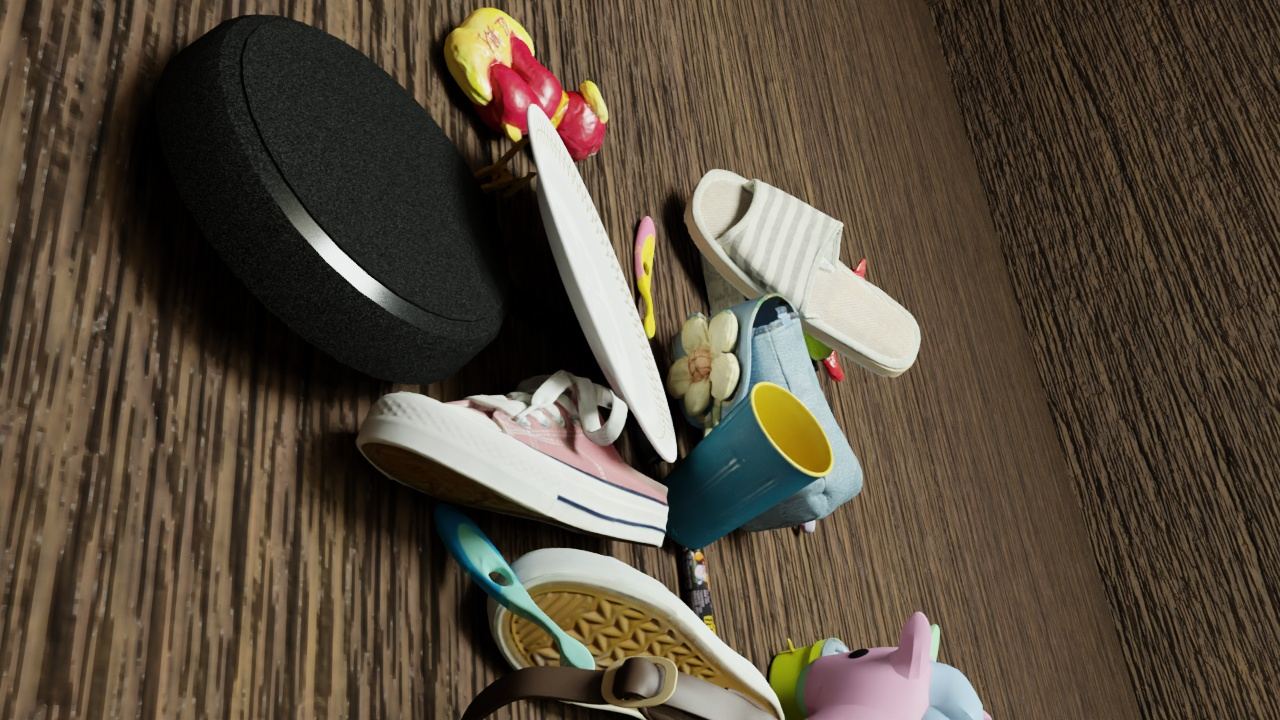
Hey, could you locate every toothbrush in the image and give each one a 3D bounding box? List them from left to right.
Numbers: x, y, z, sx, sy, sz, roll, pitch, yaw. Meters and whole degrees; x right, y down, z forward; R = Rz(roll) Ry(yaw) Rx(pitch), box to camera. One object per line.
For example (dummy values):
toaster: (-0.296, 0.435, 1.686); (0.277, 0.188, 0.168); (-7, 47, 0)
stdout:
toothbrush: (-0.067, 0.115, 0.462); (0.022, 0.135, 0.017); (-19, 132, -38)
toothbrush: (0.004, -0.071, 0.771); (0.021, 0.016, 0.135); (38, 40, -39)

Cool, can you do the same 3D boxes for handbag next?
handbag: (-0.013, 0.189, 0.427); (0.138, 0.167, 0.063); (38, 39, -23)
handbag: (0.089, 0.048, 0.746); (0.118, 0.122, 0.192); (-18, 90, -43)

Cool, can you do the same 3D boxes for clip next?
clip: (-0.092, -0.123, 0.620); (0.045, 0.054, 0.048); (31, 68, -22)

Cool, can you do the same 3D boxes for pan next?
pan: (-0.104, -0.064, 0.532); (0.355, 0.044, 0.204); (28, 36, -55)

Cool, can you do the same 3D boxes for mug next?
mug: (0.068, 0.081, 0.661); (0.078, 0.122, 0.078); (31, 34, -24)

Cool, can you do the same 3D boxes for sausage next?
sausage: (0.047, 0.206, 0.663); (0.020, 0.020, 0.155); (23, 53, -52)

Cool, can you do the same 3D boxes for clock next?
clock: (0.146, 0.283, 0.740); (0.083, 0.057, 0.118); (33, 45, -47)

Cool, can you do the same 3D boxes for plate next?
plate: (-0.028, -0.046, 0.593); (0.242, 0.016, 0.242); (-20, 89, -84)

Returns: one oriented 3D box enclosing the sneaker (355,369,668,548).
sneaker: (-0.052, 0.047, 0.520); (0.241, 0.118, 0.087); (32, 67, -54)

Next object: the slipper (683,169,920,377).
slipper: (0.161, -0.083, 0.864); (0.272, 0.054, 0.114); (37, 61, -10)

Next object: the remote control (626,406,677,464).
remote control: (-0.004, 0.004, 0.705); (0.041, 0.020, 0.152); (-2, 72, -60)

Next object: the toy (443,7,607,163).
toy: (-0.081, -0.191, 0.662); (0.137, 0.067, 0.105); (34, 48, -34)

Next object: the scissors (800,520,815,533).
scissors: (0.157, 0.075, 0.855); (0.168, 0.014, 0.170); (90, -1, -81)

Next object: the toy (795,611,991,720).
toy: (0.146, 0.278, 0.604); (0.120, 0.171, 0.221); (55, 25, -22)

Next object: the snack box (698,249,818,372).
snack box: (0.118, -0.061, 0.922); (0.145, 0.043, 0.144); (17, 58, -54)

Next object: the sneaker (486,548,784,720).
sneaker: (0.000, 0.168, 0.560); (0.235, 0.087, 0.079); (41, 8, -33)

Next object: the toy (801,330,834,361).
toy: (0.169, -0.060, 0.918); (0.092, 0.043, 0.118); (-24, 87, -50)

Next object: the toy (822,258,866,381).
toy: (0.218, -0.046, 1.007); (0.088, 0.094, 0.132); (74, 7, -74)
